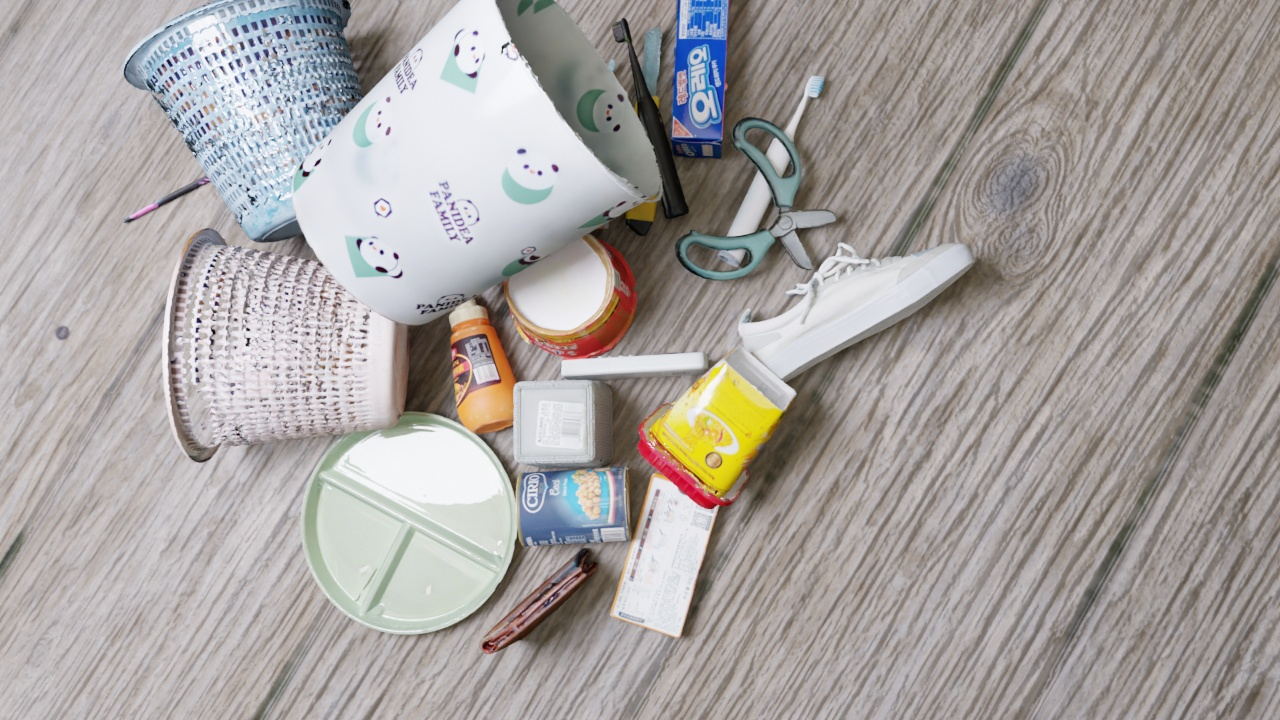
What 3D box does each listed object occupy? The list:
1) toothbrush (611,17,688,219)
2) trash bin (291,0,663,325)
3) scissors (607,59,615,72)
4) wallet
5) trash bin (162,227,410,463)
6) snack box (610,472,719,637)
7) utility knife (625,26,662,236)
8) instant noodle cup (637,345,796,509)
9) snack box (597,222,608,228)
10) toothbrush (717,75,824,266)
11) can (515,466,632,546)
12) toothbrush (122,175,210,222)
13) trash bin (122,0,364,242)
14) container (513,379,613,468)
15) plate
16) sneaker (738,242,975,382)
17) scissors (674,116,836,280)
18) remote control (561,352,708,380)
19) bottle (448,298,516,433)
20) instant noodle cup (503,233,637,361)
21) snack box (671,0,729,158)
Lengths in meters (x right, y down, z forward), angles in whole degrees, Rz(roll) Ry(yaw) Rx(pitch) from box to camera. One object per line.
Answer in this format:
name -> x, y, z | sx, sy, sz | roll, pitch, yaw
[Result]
toothbrush -> 0.009, -0.254, 0.962 | 0.027, 0.026, 0.212 | -16, 93, 27
trash bin -> -0.147, -0.170, 0.798 | 0.252, 0.229, 0.229 | -31, 83, 20
scissors -> -0.062, -0.267, 0.990 | 0.136, 0.017, 0.133 | 24, 90, -2
wallet -> -0.097, 0.238, 0.906 | 0.124, 0.101, 0.032 | -42, 82, 0
trash bin -> -0.332, -0.011, 0.905 | 0.192, 0.228, 0.227 | 2, 85, -9
snack box -> 0.027, 0.198, 0.939 | 0.075, 0.026, 0.153 | 17, 87, 5
utility knife -> 0.007, -0.247, 0.983 | 0.033, 0.015, 0.230 | 6, 87, -18
instant noodle cup -> 0.079, 0.060, 0.889 | 0.116, 0.116, 0.124 | 41, 112, 6
snack box -> -0.072, -0.185, 0.938 | 0.077, 0.094, 0.093 | 7, 98, 5
toothbrush -> 0.140, -0.203, 0.969 | 0.026, 0.026, 0.221 | 24, 86, 31
can -> -0.064, 0.147, 0.925 | 0.111, 0.075, 0.075 | -4, 84, 3
toothbrush -> -0.490, -0.195, 1.019 | 0.189, 0.014, 0.018 | -28, 93, 1
trash bin -> -0.362, -0.233, 0.925 | 0.226, 0.226, 0.195 | -22, 97, 1
container -> -0.078, 0.063, 0.914 | 0.090, 0.114, 0.090 | -2, 84, 4
plate -> -0.240, 0.168, 0.960 | 0.230, 0.027, 0.230 | 0, 85, 3
sneaker -> 0.210, -0.067, 0.925 | 0.242, 0.089, 0.090 | -29, 79, 7
scissors -> 0.108, -0.162, 0.942 | 0.175, 0.019, 0.170 | -16, 87, -2
remote control -> -0.006, 0.006, 0.943 | 0.150, 0.058, 0.021 | -4, 83, 3
bottle -> -0.169, -0.001, 0.956 | 0.067, 0.067, 0.149 | -17, 76, 2
instant noodle cup -> -0.075, -0.074, 0.930 | 0.138, 0.108, 0.138 | 0, 84, 4
snack box -> 0.065, -0.321, 0.968 | 0.057, 0.058, 0.207 | 2, 85, 4
